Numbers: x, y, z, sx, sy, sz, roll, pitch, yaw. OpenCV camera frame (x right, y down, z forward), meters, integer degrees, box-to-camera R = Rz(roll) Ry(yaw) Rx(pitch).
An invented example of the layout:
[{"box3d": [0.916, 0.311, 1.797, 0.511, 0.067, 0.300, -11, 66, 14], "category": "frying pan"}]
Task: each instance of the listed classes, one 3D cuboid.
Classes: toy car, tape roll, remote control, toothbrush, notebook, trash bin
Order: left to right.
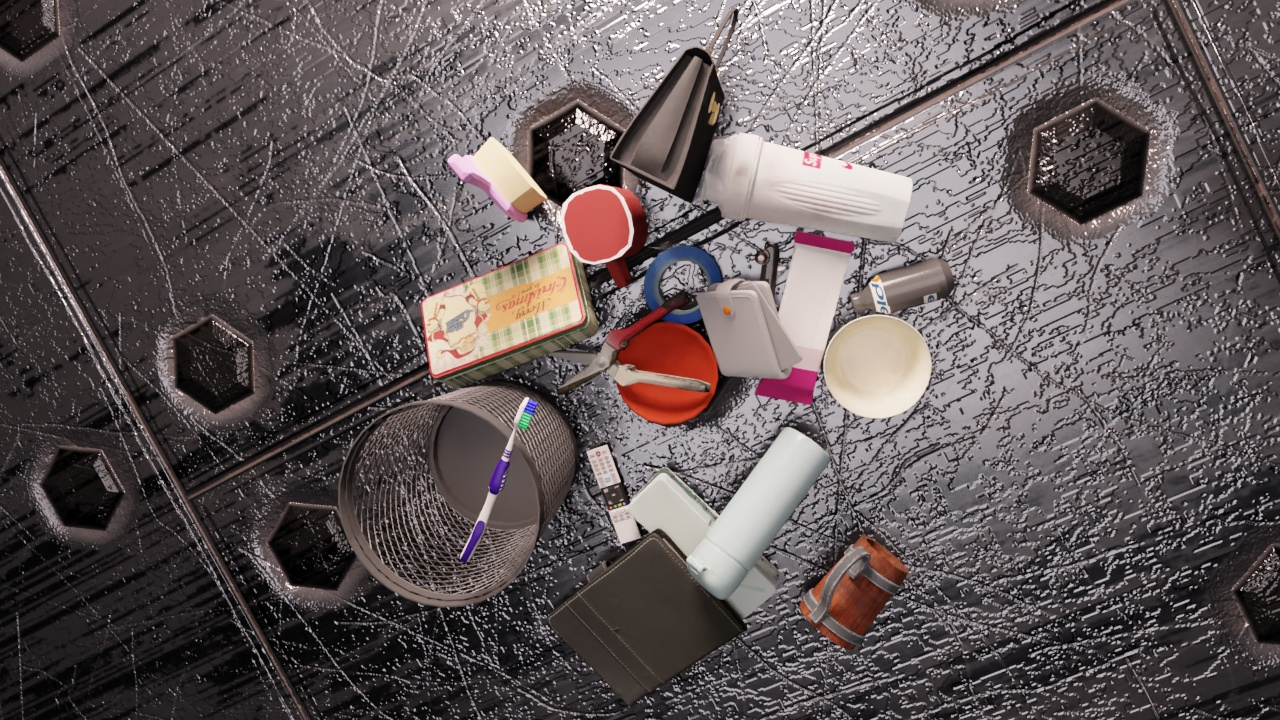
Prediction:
[{"box3d": [-0.189, 0.132, 1.049, 0.218, 0.227, 0.218, 2, 99, 10], "category": "trash bin"}, {"box3d": [-0.142, 0.122, 0.913, 0.016, 0.015, 0.187, 23, 102, 1], "category": "toothbrush"}, {"box3d": [-0.032, 0.165, 1.137, 0.028, 0.011, 0.124, -19, 95, 12], "category": "remote control"}, {"box3d": [0.002, 0.318, 1.127, 0.209, 0.029, 0.169, -42, 90, 23], "category": "notebook"}, {"box3d": [0.050, -0.089, 1.080, 0.091, 0.016, 0.093, 4, 99, 9], "category": "tape roll"}, {"box3d": [0.147, -0.090, 1.050, 0.037, 0.040, 0.092, 6, 100, 8], "category": "toy car"}]

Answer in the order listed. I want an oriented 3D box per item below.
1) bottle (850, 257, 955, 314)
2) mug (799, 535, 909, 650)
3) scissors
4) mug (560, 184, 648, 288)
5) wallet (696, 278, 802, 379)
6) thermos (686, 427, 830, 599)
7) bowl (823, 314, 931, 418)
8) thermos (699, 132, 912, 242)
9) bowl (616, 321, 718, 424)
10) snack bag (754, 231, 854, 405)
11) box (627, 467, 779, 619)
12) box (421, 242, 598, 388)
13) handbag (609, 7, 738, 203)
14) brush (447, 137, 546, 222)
[{"box3d": [0.291, -0.080, 1.023, 0.112, 0.047, 0.047, -16, 95, 12], "category": "bottle"}, {"box3d": [0.240, 0.263, 1.055, 0.111, 0.117, 0.081, -54, 51, 9], "category": "mug"}, {"box3d": [-0.004, -0.003, 1.067, 0.179, 0.015, 0.199, 39, 104, 3], "category": "scissors"}, {"box3d": [-0.035, -0.139, 1.047, 0.080, 0.096, 0.116, -16, 95, 12], "category": "mug"}, {"box3d": [0.127, -0.034, 1.026, 0.115, 0.037, 0.118, 3, 119, 46], "category": "wallet"}, {"box3d": [0.133, 0.176, 1.052, 0.206, 0.078, 0.065, -53, 43, -5], "category": "thermos"}, {"box3d": [0.264, 0.003, 1.032, 0.115, 0.062, 0.115, 2, 99, 10], "category": "bowl"}, {"box3d": [0.180, -0.188, 1.010, 0.220, 0.099, 0.099, 12, 100, 3], "category": "thermos"}, {"box3d": [0.033, 0.013, 1.090, 0.122, 0.035, 0.122, 2, 99, 10], "category": "bowl"}, {"box3d": [0.187, -0.046, 1.052, 0.070, 0.016, 0.197, 10, 106, -6], "category": "snack bag"}, {"box3d": [0.074, 0.223, 1.109, 0.199, 0.067, 0.083, 42, 84, 0], "category": "box"}, {"box3d": [-0.158, -0.053, 1.086, 0.206, 0.050, 0.117, -18, 69, 12], "category": "box"}, {"box3d": [0.057, -0.278, 0.972, 0.072, 0.175, 0.196, 27, 99, 5], "category": "handbag"}, {"box3d": [-0.156, -0.201, 0.994, 0.043, 0.228, 0.089, -40, 90, 5], "category": "brush"}]
